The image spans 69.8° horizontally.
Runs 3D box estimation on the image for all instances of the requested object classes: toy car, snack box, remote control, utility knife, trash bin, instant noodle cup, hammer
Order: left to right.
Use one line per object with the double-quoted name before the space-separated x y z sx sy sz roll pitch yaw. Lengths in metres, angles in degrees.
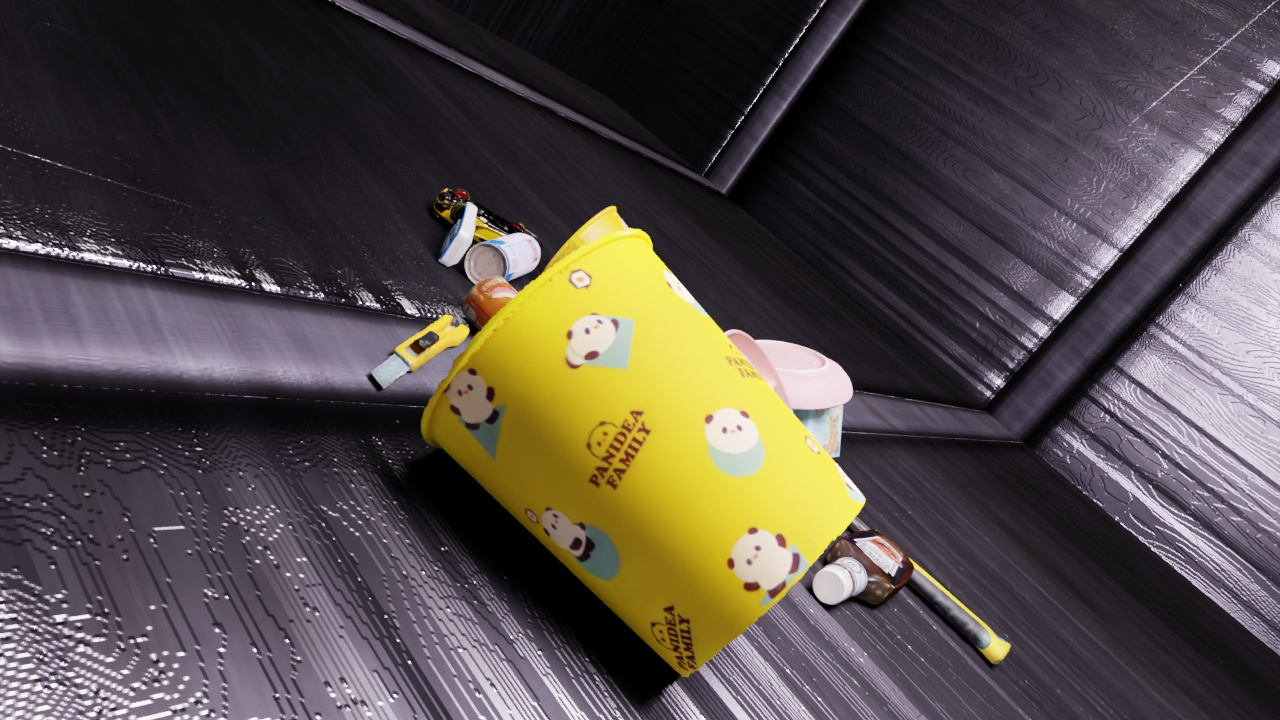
"utility knife" -0.195 -0.012 0.830 0.033 0.015 0.208 33 18 -2
"remote control" -0.216 -0.150 1.094 0.024 0.049 0.124 33 18 -20
"toy car" -0.198 -0.174 1.200 0.155 0.041 0.071 27 20 -24
"instant noodle cup" -0.044 -0.117 1.210 0.110 0.138 0.137 45 18 1
"trash bin" 0.010 0.072 0.679 0.255 0.230 0.229 45 19 11
"snack box" 0.224 0.091 1.217 0.052 0.074 0.174 5 -1 25
"hammer" 0.310 0.237 1.118 0.323 0.032 0.126 43 19 21

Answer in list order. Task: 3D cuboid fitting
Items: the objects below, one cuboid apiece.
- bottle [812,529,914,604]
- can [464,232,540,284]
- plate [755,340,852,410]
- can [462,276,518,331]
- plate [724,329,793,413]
"bottle" 0.235 0.226 0.986 0.080 0.044 0.194 44 20 25
"can" -0.164 -0.123 1.113 0.053 0.053 0.134 37 17 2
"plate" 0.178 0.011 1.179 0.192 0.039 0.192 6 19 -2
"can" -0.117 -0.022 0.933 0.147 0.058 0.057 43 19 22
"plate" 0.122 0.079 0.993 0.229 0.028 0.229 39 42 -48
